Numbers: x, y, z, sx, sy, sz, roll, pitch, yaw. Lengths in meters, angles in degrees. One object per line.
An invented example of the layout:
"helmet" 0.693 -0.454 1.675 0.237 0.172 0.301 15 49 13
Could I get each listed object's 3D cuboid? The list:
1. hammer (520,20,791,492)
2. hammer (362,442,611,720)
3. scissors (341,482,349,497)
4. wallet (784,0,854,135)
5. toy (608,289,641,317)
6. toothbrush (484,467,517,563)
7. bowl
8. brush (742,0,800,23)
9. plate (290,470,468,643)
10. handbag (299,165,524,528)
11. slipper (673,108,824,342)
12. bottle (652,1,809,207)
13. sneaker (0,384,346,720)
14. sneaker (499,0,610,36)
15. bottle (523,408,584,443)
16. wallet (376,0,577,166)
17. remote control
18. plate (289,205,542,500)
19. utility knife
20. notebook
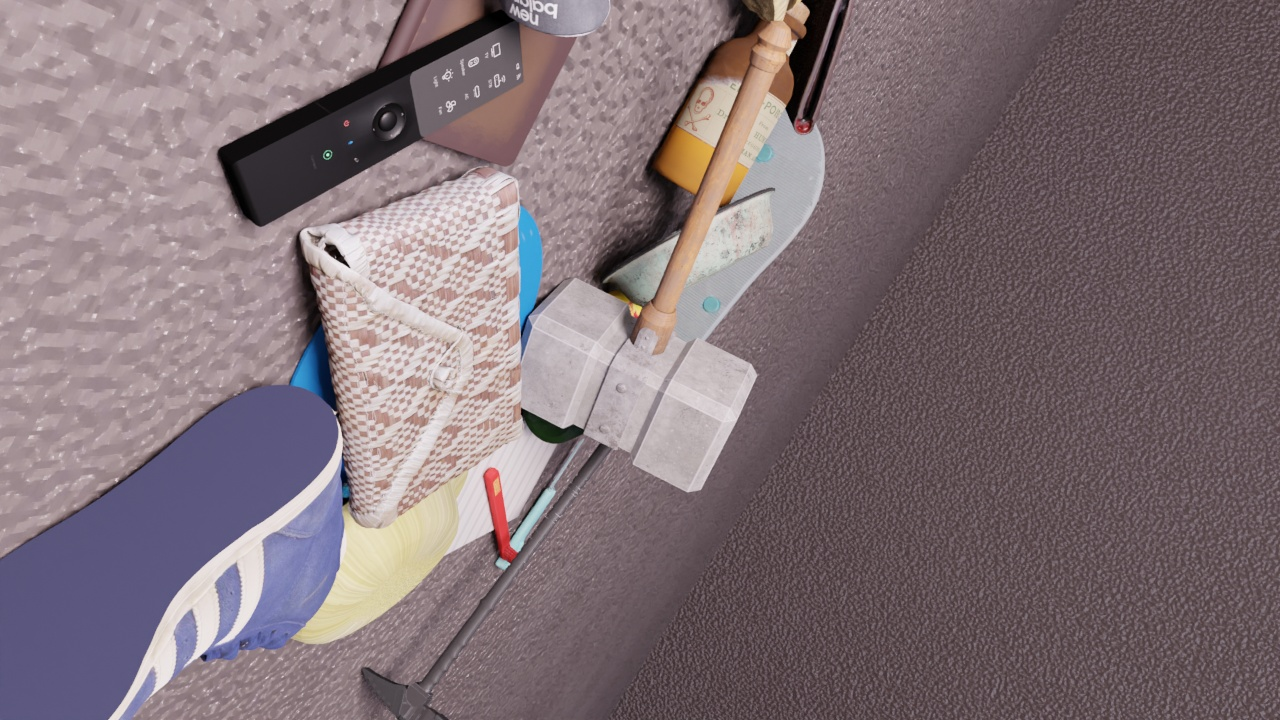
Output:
"hammer" 0.030 -0.073 0.618 0.082 0.163 0.319 -55 170 -55
"hammer" -0.118 0.183 0.833 0.324 0.095 0.015 -53 163 -12
"scissors" -0.167 0.084 0.603 0.134 0.011 0.139 -46 168 15
"wallet" 0.128 -0.254 0.710 0.120 0.031 0.099 104 -18 -47
"toy" -0.005 0.005 0.785 0.137 0.067 0.105 51 43 -34
"toothbrush" -0.126 0.150 0.848 0.012 0.018 0.213 -47 162 -26
"bowl" 0.046 -0.084 0.738 0.157 0.038 0.157 -28 -179 1
"brush" 0.075 -0.274 0.564 0.043 0.059 0.195 -46 161 -1
"plate" -0.178 0.141 0.621 0.184 0.036 0.184 -41 166 -13
"handbag" -0.112 -0.002 0.499 0.123 0.047 0.186 -36 141 -43
"slipper" 0.085 -0.107 0.844 0.269 0.098 0.054 -58 162 12
"bottle" 0.075 -0.198 0.690 0.157 0.068 0.067 -60 163 14
"sneaker" -0.230 0.125 0.434 0.232 0.091 0.119 -54 168 -34
"sneaker" -0.035 -0.190 0.360 0.239 0.089 0.124 -43 156 -46
"bottle" -0.042 0.033 0.831 0.055 0.055 0.173 -61 164 17
"wallet" -0.082 -0.144 0.450 0.091 0.018 0.115 -60 159 14
"remote control" -0.111 -0.109 0.404 0.149 0.013 0.034 -39 152 -28
"plate" -0.129 0.002 0.579 0.223 0.024 0.225 -49 162 -22
"utility knife" -0.102 0.150 0.950 0.166 0.015 0.022 -56 165 8
"notebook" -0.134 0.107 0.793 0.143 0.009 0.209 -61 163 19
